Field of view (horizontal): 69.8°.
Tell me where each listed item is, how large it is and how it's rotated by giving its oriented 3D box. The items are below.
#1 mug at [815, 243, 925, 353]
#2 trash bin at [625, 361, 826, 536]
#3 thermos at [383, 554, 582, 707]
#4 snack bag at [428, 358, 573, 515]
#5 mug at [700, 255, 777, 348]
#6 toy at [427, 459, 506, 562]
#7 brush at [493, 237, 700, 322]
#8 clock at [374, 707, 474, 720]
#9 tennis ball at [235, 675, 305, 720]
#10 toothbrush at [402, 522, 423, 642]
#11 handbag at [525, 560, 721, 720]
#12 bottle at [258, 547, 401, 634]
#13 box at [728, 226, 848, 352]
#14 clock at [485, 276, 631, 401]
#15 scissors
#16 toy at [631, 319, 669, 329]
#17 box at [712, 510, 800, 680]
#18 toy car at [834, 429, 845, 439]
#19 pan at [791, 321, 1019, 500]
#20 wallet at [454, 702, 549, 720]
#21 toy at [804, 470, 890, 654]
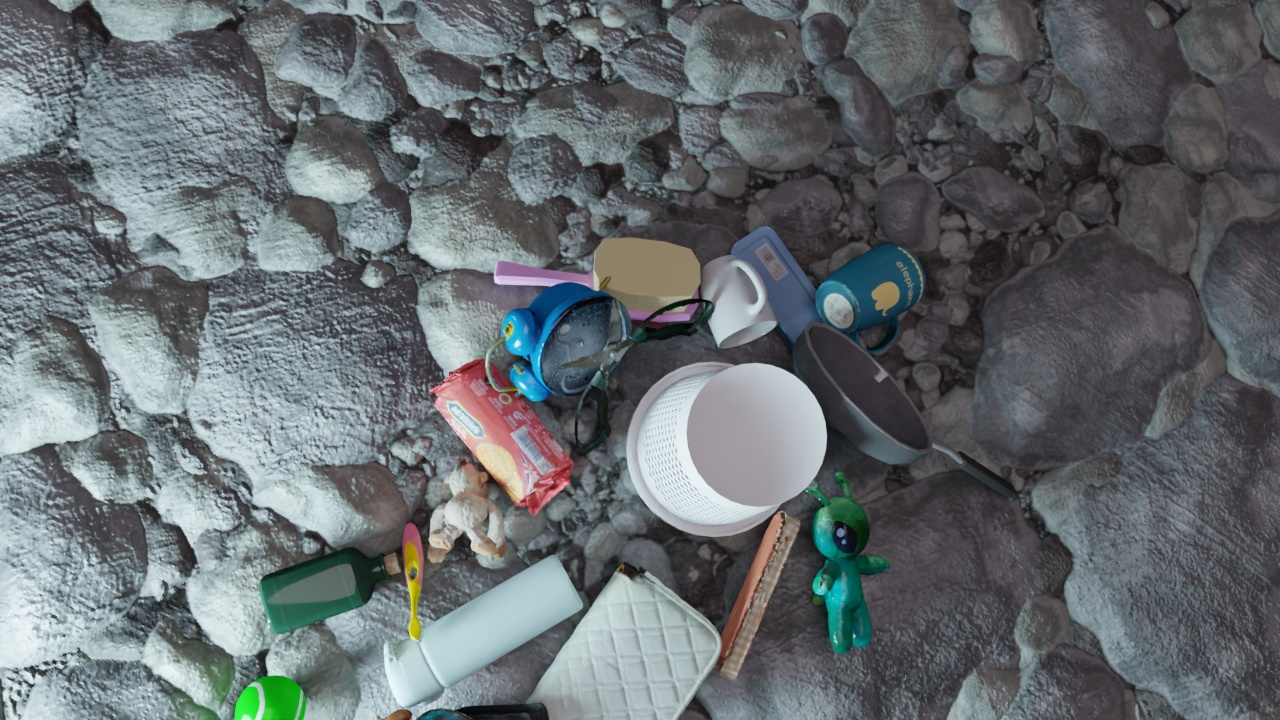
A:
[{"bbox_3d":[0.257,-0.063,1.033,0.104,0.085,0.112,-26,110,-31],"label":"mug"},{"bbox_3d":[0.094,0.084,0.938,0.195,0.200,0.195,1,81,-7],"label":"trash bin"},{"bbox_3d":[-0.163,0.279,0.943,0.206,0.065,0.078,-29,114,-11],"label":"thermos"},{"bbox_3d":[-0.142,0.077,0.975,0.082,0.082,0.176,-39,88,-12],"label":"snack bag"},{"bbox_3d":[0.108,-0.075,1.015,0.071,0.107,0.089,-15,74,-20],"label":"mug"},{"bbox_3d":[-0.188,0.158,0.966,0.085,0.074,0.106,-5,77,5],"label":"toy"},{"bbox_3d":[-0.046,-0.095,1.013,0.228,0.043,0.089,6,52,-6],"label":"brush"},{"bbox_3d":[-0.213,0.403,0.891,0.158,0.073,0.121,10,109,21],"label":"clock"},{"bbox_3d":[-0.365,0.345,0.906,0.065,0.065,0.065,1,81,-7],"label":"tennis ball"},{"bbox_3d":[-0.232,0.226,0.940,0.021,0.016,0.135,-16,49,0],"label":"toothbrush"},{"bbox_3d":[-0.016,0.324,0.953,0.139,0.072,0.194,35,79,8],"label":"handbag"},{"bbox_3d":[-0.310,0.227,0.934,0.131,0.061,0.061,-17,86,-10],"label":"bottle"},{"bbox_3d":[0.180,-0.058,1.067,0.065,0.037,0.209,-34,85,-5],"label":"box"},{"bbox_3d":[-0.085,-0.018,0.947,0.161,0.117,0.060,-26,45,-26],"label":"clock"},{"bbox_3d":[-0.006,0.006,0.982,0.201,0.202,0.015,-21,46,-30],"label":"scissors"},{"bbox_3d":[-0.025,-0.049,1.031,0.111,0.030,0.049,-2,56,-6],"label":"toy"},{"bbox_3d":[0.123,0.252,0.984,0.048,0.085,0.187,25,81,3],"label":"box"},{"bbox_3d":[0.256,0.081,1.038,0.092,0.037,0.040,27,76,-28],"label":"toy car"},{"bbox_3d":[0.291,0.078,0.985,0.357,0.178,0.041,30,118,-27],"label":"pan"},{"bbox_3d":[-0.139,0.393,0.918,0.115,0.026,0.089,-14,86,29],"label":"wallet"},{"bbox_3d":[0.217,0.219,1.004,0.130,0.073,0.193,2,82,-46],"label":"toy"}]
